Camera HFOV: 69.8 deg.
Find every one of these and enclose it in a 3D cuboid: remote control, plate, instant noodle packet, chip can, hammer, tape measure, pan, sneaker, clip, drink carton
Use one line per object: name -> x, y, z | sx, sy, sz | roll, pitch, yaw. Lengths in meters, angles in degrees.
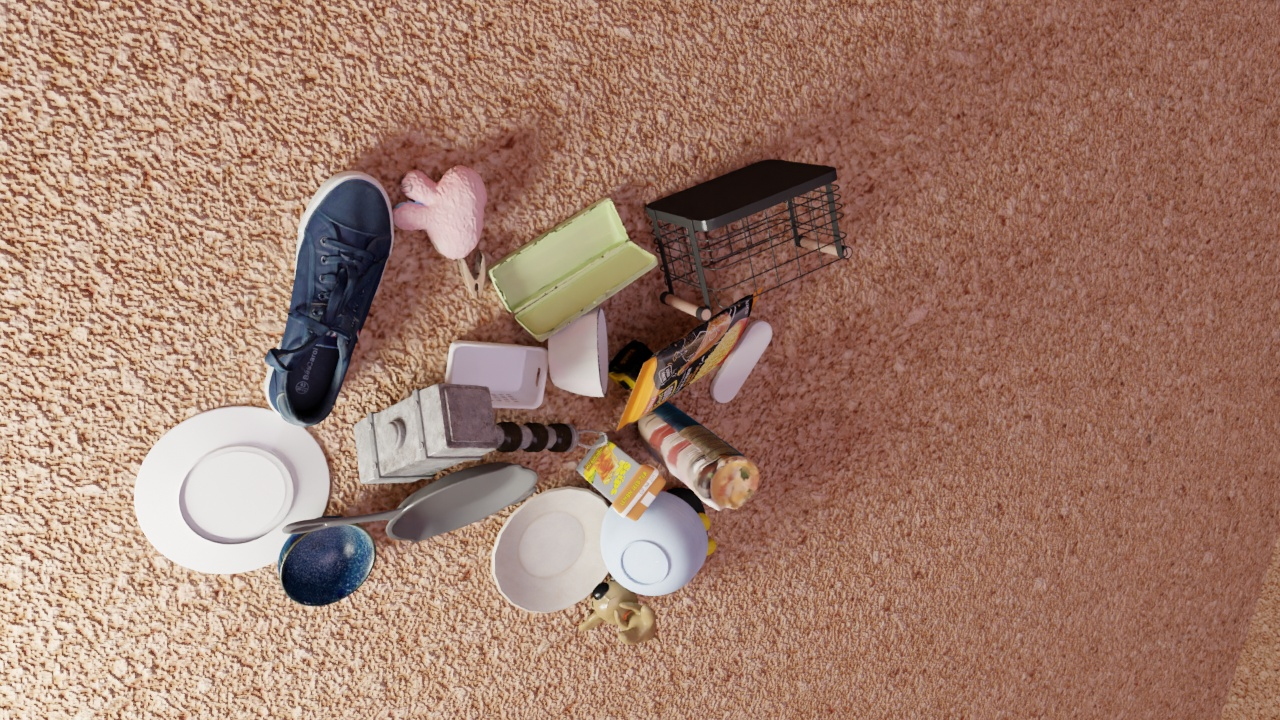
remote control -> 0.147, 0.001, 1.342 | 0.043, 0.013, 0.136 | 34, 88, -32
plate -> -0.119, 0.259, 1.273 | 0.188, 0.027, 0.189 | -9, 109, -26
plate -> -0.467, 0.154, 1.062 | 0.208, 0.015, 0.209 | -9, 109, -26
instant noodle packet -> 0.065, -0.001, 1.215 | 0.220, 0.032, 0.160 | -32, 159, -32
chip can -> 0.064, 0.119, 1.209 | 0.079, 0.229, 0.080 | -8, 109, -23
hammer -> -0.174, 0.095, 1.142 | 0.325, 0.177, 0.079 | 6, 67, -49
tape measure -> -0.007, 0.007, 1.233 | 0.067, 0.063, 0.038 | -49, 121, -8
pan -> -0.260, 0.169, 1.083 | 0.217, 0.024, 0.353 | -38, 158, 32
sneaker -> -0.339, -0.062, 1.001 | 0.120, 0.127, 0.294 | 14, 96, -32
clip -> -0.198, -0.108, 1.120 | 0.041, 0.024, 0.061 | -25, 126, -17
drink carton -> -0.028, 0.156, 1.232 | 0.048, 0.125, 0.076 | 40, 85, -31

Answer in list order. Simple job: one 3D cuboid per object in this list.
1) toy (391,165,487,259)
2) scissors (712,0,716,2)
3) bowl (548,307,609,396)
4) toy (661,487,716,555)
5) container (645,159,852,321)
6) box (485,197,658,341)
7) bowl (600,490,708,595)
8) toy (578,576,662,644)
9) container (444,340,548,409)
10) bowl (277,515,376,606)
toy -> -0.232, -0.177, 1.065 | 0.105, 0.053, 0.108 | 13, 100, -19
scissors -> 0.119, -0.562, 1.150 | 0.198, 0.015, 0.179 | -29, 118, -16
bowl -> -0.078, -0.010, 1.166 | 0.066, 0.116, 0.116 | -2, 109, 5
toy -> 0.038, 0.233, 1.312 | 0.119, 0.099, 0.098 | -15, 134, 1
container -> 0.140, -0.163, 1.198 | 0.241, 0.163, 0.130 | -24, 115, -20
box -> -0.086, -0.113, 1.157 | 0.187, 0.064, 0.130 | -36, 77, -15
bowl -> 0.012, 0.257, 1.235 | 0.151, 0.074, 0.151 | 3, 107, 11
toy -> -0.023, 0.355, 1.303 | 0.134, 0.108, 0.106 | -48, 134, -7
container -> -0.185, 0.014, 1.148 | 0.129, 0.049, 0.081 | 4, 104, -29
bowl -> -0.383, 0.230, 1.100 | 0.114, 0.061, 0.114 | -19, 123, -33
